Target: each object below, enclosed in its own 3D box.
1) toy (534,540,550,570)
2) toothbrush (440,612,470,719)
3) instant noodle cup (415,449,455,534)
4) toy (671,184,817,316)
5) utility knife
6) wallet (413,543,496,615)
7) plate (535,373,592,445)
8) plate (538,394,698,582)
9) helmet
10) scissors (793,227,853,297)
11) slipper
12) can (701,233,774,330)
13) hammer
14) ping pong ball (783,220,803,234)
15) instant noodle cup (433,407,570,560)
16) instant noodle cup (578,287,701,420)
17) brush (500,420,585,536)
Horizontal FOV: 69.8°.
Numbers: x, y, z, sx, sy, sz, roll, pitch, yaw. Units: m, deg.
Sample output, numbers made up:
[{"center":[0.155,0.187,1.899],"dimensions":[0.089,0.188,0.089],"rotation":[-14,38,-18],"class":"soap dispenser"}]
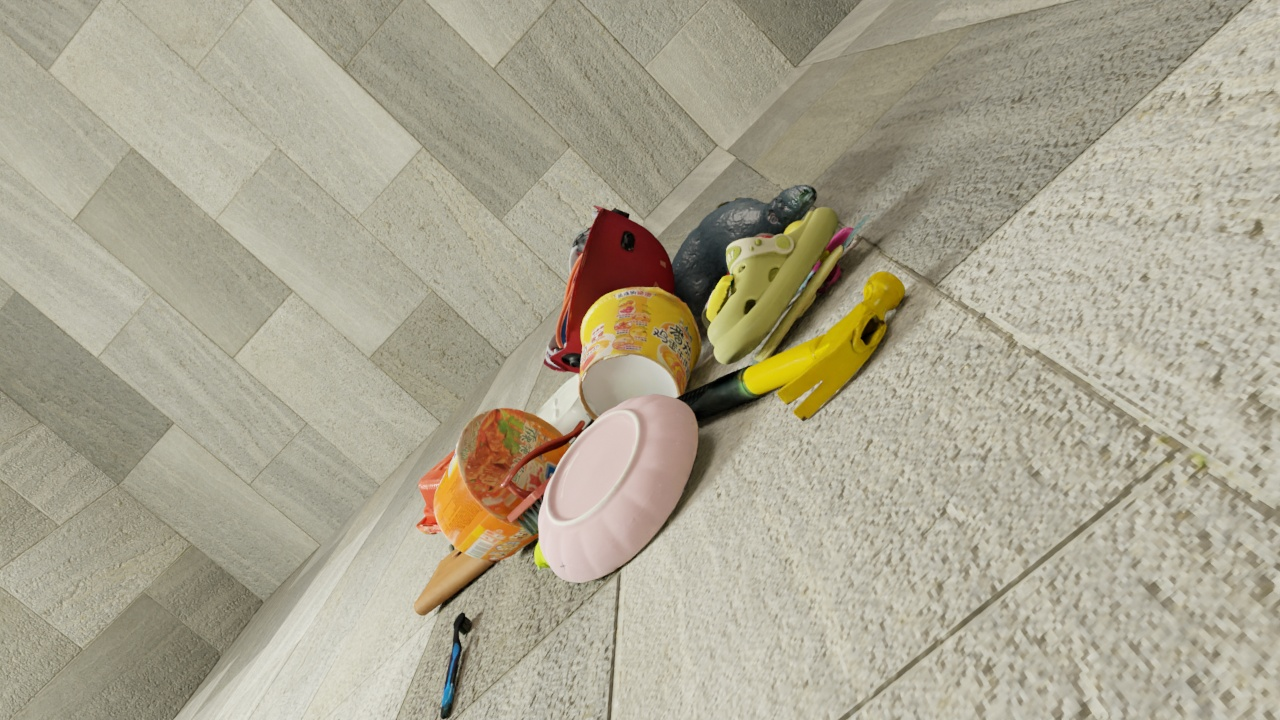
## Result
[{"center":[-0.067,0.164,0.894],"dimensions":[0.100,0.031,0.097],"rotation":[-46,9,-15],"class":"toy"},{"center":[-0.182,0.298,0.904],"dimensions":[0.014,0.016,0.189],"rotation":[-36,14,2],"class":"toothbrush"},{"center":[-0.214,0.159,1.228],"dimensions":[0.189,0.079,0.164],"rotation":[-11,25,45],"class":"instant noodle cup"},{"center":[0.107,-0.135,1.179],"dimensions":[0.358,0.091,0.137],"rotation":[-39,24,45],"class":"toy"},{"center":[0.157,-0.064,0.867],"dimensions":[0.190,0.020,0.031],"rotation":[-58,10,-1],"class":"utility knife"},{"center":[-0.221,0.255,1.167],"dimensions":[0.131,0.035,0.118],"rotation":[-39,15,19],"class":"wallet"},{"center":[-0.118,0.082,1.388],"dimensions":[0.162,0.034,0.265],"rotation":[-46,11,4],"class":"plate"},{"center":[-0.031,0.104,0.824],"dimensions":[0.193,0.039,0.192],"rotation":[-38,28,24],"class":"plate"},{"center":[-0.026,-0.077,1.136],"dimensions":[0.240,0.144,0.206],"rotation":[137,148,-75],"class":"helmet"},{"center":[0.172,-0.081,0.928],"dimensions":[0.133,0.017,0.130],"rotation":[-48,12,14],"class":"scissors"},{"center":[0.117,-0.082,0.888],"dimensions":[0.190,0.081,0.092],"rotation":[-52,-9,-15],"class":"slipper"},{"center":[0.119,-0.083,1.028],"dimensions":[0.053,0.053,0.132],"rotation":[-32,18,53],"class":"can"},{"center":[0.098,0.018,0.796],"dimensions":[0.128,0.033,0.302],"rotation":[-51,12,-31],"class":"hammer"},{"center":[0.180,-0.137,1.028],"dimensions":[0.040,0.040,0.040],"rotation":[-44,11,10],"class":"ping pong ball"},{"center":[-0.154,0.145,1.021],"dimensions":[0.112,0.151,0.151],"rotation":[-48,7,40],"class":"instant noodle cup"},{"center":[-0.006,0.006,0.992],"dimensions":[0.138,0.138,0.109],"rotation":[-40,20,29],"class":"instant noodle cup"},{"center":[-0.082,0.115,0.963],"dimensions":[0.145,0.069,0.063],"rotation":[-37,-5,-48],"class":"brush"}]
